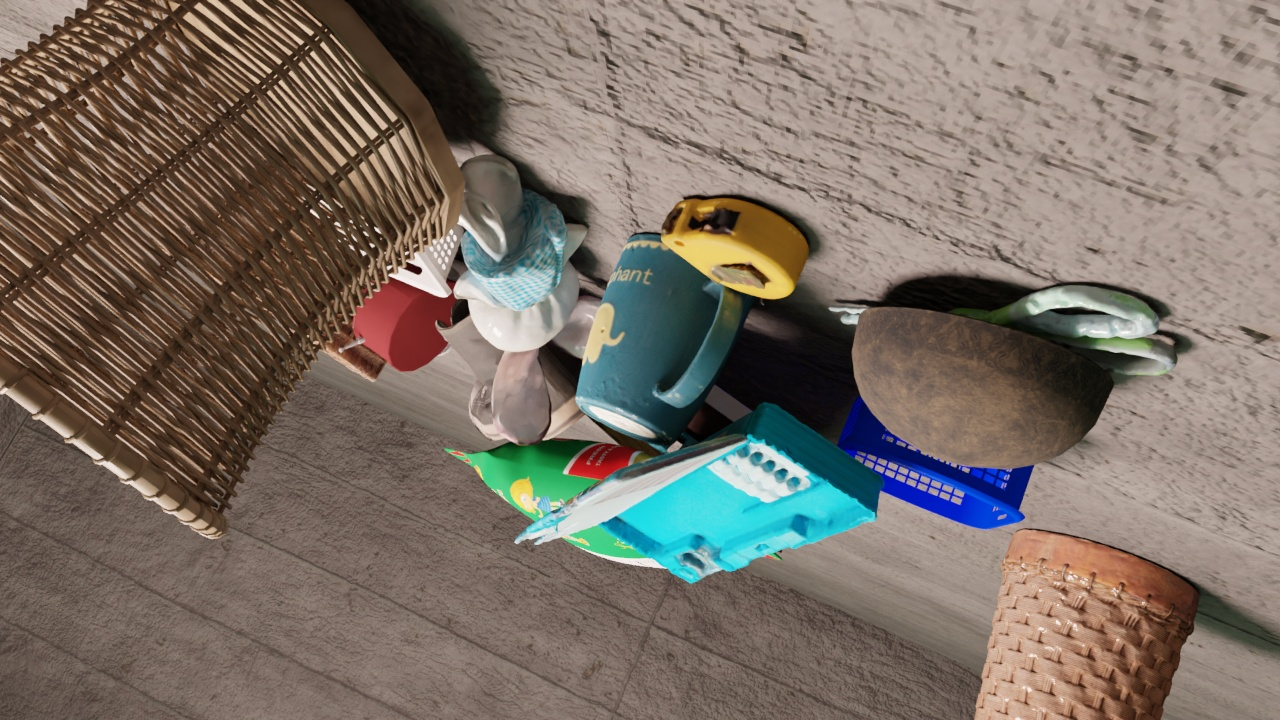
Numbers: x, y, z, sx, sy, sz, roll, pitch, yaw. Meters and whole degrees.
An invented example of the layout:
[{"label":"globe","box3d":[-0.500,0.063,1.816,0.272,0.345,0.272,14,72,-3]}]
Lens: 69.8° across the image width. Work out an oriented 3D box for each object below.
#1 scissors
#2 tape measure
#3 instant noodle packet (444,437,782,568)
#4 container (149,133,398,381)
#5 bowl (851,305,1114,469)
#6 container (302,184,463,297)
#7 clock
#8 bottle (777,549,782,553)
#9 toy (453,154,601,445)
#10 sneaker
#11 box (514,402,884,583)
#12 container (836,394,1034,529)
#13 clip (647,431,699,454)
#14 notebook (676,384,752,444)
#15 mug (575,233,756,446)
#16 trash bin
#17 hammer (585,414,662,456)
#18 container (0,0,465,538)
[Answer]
[{"label":"scissors","box3d":[0.162,-0.015,0.442,0.072,0.033,0.176,31,170,-35]},{"label":"tape measure","box3d":[0.052,-0.053,0.454,0.068,0.030,0.059,33,167,-33]},{"label":"instant noodle packet","box3d":[-0.022,0.129,0.819,0.253,0.090,0.195,5,157,31]},{"label":"container","box3d":[-0.263,-0.080,0.724,0.113,0.113,0.198,23,166,20]},{"label":"bowl","box3d":[0.158,0.021,0.449,0.121,0.056,0.121,19,174,2]},{"label":"container","box3d":[-0.169,-0.097,0.628,0.081,0.049,0.129,23,167,8]},{"label":"clock","box3d":[-0.178,-0.039,0.738,0.044,0.087,0.124,33,-155,19]},{"label":"bottle","box3d":[0.113,0.112,0.841,0.111,0.098,0.099,20,166,18]},{"label":"toy","box3d":[-0.083,-0.050,0.583,0.106,0.131,0.205,41,165,33]},{"label":"sneaker","box3d":[-0.115,-0.002,0.761,0.120,0.095,0.235,53,165,-11]},{"label":"box","box3d":[0.019,0.090,0.595,0.180,0.073,0.228,13,153,-22]},{"label":"container","box3d":[0.184,0.055,0.577,0.114,0.058,0.096,23,167,7]},{"label":"clip","box3d":[0.027,0.063,0.705,0.127,0.028,0.113,36,167,12]},{"label":"notebook","box3d":[0.075,0.068,0.690,0.171,0.022,0.209,36,169,9]},{"label":"mug","box3d":[0.016,-0.009,0.524,0.084,0.104,0.112,30,167,-22]},{"label":"trash bin","box3d":[0.356,0.267,0.768,0.151,0.209,0.151,24,167,6]},{"label":"hammer","box3d":[-0.012,0.072,0.906,0.330,0.033,0.132,44,157,-21]},{"label":"container","box3d":[-0.218,-0.065,0.428,0.227,0.195,0.227,32,158,15]}]
